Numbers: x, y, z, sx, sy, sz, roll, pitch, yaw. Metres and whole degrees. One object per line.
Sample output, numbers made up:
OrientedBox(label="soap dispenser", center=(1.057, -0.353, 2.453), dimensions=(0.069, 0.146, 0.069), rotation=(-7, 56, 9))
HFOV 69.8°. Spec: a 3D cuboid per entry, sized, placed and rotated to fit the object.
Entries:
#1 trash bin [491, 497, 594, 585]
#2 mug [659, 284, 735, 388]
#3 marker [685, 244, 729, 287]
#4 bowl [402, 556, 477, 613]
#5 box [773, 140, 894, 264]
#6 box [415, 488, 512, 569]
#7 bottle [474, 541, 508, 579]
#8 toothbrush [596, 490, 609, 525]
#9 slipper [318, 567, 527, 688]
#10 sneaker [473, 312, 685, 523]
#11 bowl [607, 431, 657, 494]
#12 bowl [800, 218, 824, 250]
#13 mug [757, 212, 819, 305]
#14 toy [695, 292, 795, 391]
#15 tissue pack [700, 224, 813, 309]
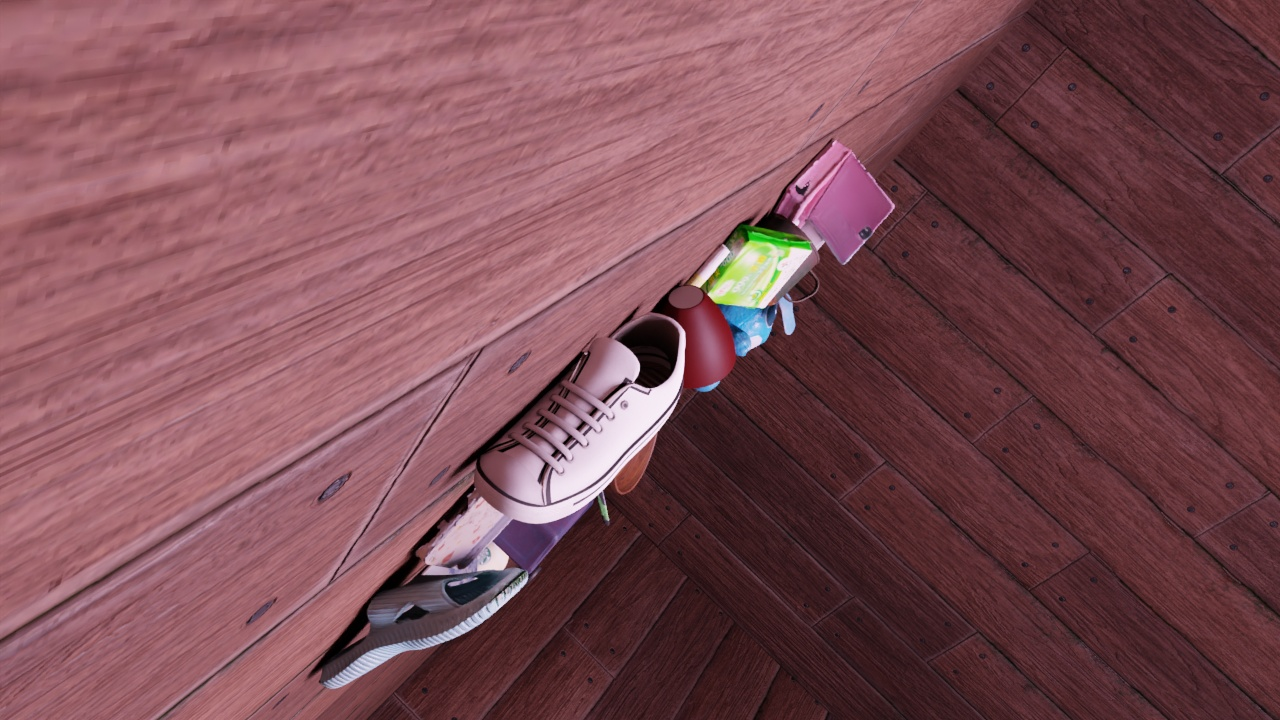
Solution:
OrientedBox(label="trash bin", center=(-0.133, 0.204, 1.196), dimensions=(0.092, 0.094, 0.160), rotation=(-48, 177, 16))
OrientedBox(label="mug", center=(0.039, -0.029, 0.946), dimensions=(0.114, 0.087, 0.088), rotation=(-14, 134, -2))
OrientedBox(label="marker", center=(0.048, -0.071, 0.983), dimensions=(0.132, 0.014, 0.014), rotation=(-48, 175, 15))
OrientedBox(label="bowl", center=(-0.240, 0.280, 1.089), dimensions=(0.150, 0.057, 0.151), rotation=(-46, 174, -6))
OrientedBox(label="box", center=(0.231, -0.170, 1.155), dimensions=(0.099, 0.115, 0.233), rotation=(-45, 174, -10))
OrientedBox(label="box", center=(-0.122, 0.116, 0.906), dimensions=(0.216, 0.063, 0.157), rotation=(-46, 164, -3))
OrientedBox(label="bottle", center=(-0.226, 0.283, 1.224), dimensions=(0.161, 0.056, 0.057), rotation=(-44, 174, -34))
OrientedBox(label="toothbrush", center=(-0.060, 0.152, 1.231), dimensions=(0.017, 0.014, 0.188), rotation=(-58, 146, -47))
OrientedBox(label="slipper", center=(-0.225, 0.251, 0.913), dimensions=(0.277, 0.069, 0.115), rotation=(-30, 175, 25))
OrientedBox(label="sneaker", center=(-0.037, 0.034, 0.769), dimensions=(0.244, 0.091, 0.097), rotation=(-37, 151, -40))
OrientedBox(label="bowl", center=(-0.033, 0.107, 1.282), dimensions=(0.147, 0.069, 0.147), rotation=(16, 89, -70))
OrientedBox(label="bowl", center=(0.217, -0.167, 1.341), dimensions=(0.131, 0.064, 0.132), rotation=(-46, 175, -6))
OrientedBox(label="mug", center=(0.168, -0.111, 1.117), dimensions=(0.081, 0.111, 0.085), rotation=(-45, -166, -6))
OrientedBox(label="toy", center=(0.096, -0.037, 1.219), dimensions=(0.191, 0.099, 0.224), rotation=(-42, -159, -26))
OrientedBox(label="tissue pack", center=(0.124, -0.102, 1.015), dimensions=(0.099, 0.034, 0.114), rotation=(3, 139, -34))
